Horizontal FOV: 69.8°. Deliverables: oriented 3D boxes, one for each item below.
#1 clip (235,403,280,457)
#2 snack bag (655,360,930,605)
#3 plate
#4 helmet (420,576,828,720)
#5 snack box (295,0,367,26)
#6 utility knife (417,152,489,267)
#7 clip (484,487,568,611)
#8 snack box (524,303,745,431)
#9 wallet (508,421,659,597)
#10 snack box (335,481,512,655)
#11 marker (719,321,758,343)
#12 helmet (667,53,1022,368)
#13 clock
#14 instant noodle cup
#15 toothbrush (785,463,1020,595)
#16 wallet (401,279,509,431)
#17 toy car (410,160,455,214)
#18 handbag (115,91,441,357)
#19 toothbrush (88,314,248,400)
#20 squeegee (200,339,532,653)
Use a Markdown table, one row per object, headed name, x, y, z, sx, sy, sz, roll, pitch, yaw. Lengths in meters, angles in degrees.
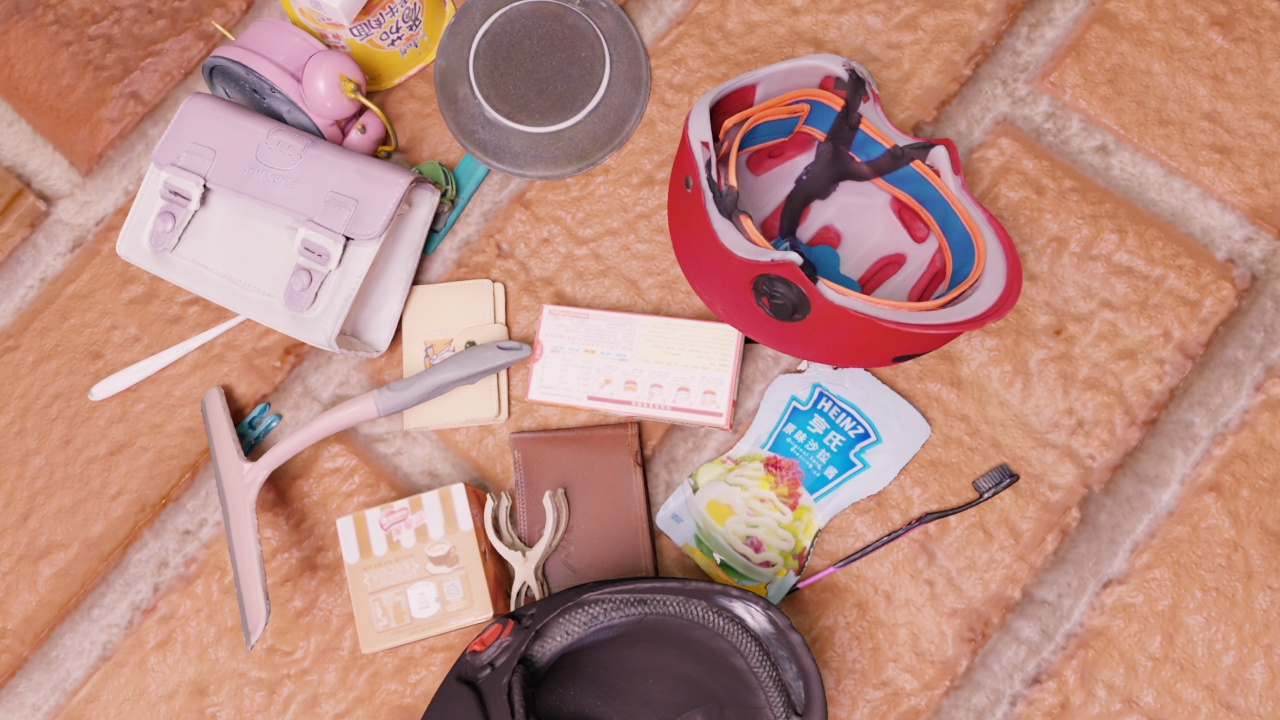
| name | x | y | z | sx | sy | sz | roll | pitch | yaw |
| --- | --- | --- | --- | --- | --- | --- | --- | --- | --- |
| clip | -0.307 | 0.059 | 0.718 | 0.043 | 0.014 | 0.056 | 43 | 86 | 13 |
| snack bag | 0.109 | 0.082 | 0.661 | 0.110 | 0.039 | 0.191 | 40 | 82 | 24 |
| plate | -0.081 | -0.236 | 0.747 | 0.179 | 0.024 | 0.179 | 0 | 81 | -2 |
| helmet | -0.021 | 0.246 | 0.537 | 0.233 | 0.230 | 0.274 | 37 | 78 | -18 |
| snack box | -0.260 | -0.318 | 0.683 | 0.157 | 0.027 | 0.084 | 29 | 80 | 10 |
| utility knife | -0.158 | -0.122 | 0.747 | 0.029 | 0.013 | 0.216 | 30 | 82 | 14 |
| clip | -0.090 | 0.133 | 0.646 | 0.093 | 0.035 | 0.103 | 20 | 92 | 15 |
| snack box | -0.004 | 0.004 | 0.683 | 0.156 | 0.027 | 0.077 | 7 | 82 | 14 |
| wallet | -0.044 | 0.108 | 0.673 | 0.101 | 0.032 | 0.124 | -8 | 75 | 6 |
| snack box | -0.148 | 0.146 | 0.649 | 0.093 | 0.077 | 0.094 | -17 | 76 | 2 |
| marker | 0.103 | -0.021 | 0.693 | 0.132 | 0.020 | 0.022 | -1 | 51 | 5 |
| helmet | 0.125 | -0.081 | 0.638 | 0.240 | 0.144 | 0.206 | 44 | 55 | 10 |
| clock | -0.262 | -0.206 | 0.727 | 0.158 | 0.117 | 0.059 | 26 | 69 | 12 |
| instant noodle cup | -0.235 | -0.310 | 0.750 | 0.138 | 0.110 | 0.138 | -1 | 76 | 4 |
| toothbrush | 0.184 | 0.122 | 0.656 | 0.189 | 0.014 | 0.017 | -27 | 66 | -1 |
| wallet | -0.143 | -0.005 | 0.713 | 0.087 | 0.024 | 0.115 | -5 | 75 | 3 |
| toy car | -0.191 | -0.127 | 0.732 | 0.091 | 0.036 | 0.043 | -27 | 63 | 7 |
| handbag | -0.266 | -0.102 | 0.681 | 0.197 | 0.098 | 0.145 | 22 | 89 | 11 |
| toothbrush | -0.365 | -0.013 | 0.739 | 0.180 | 0.016 | 0.016 | -28 | 73 | -1 |
| squeegee | -0.193 | 0.039 | 0.656 | 0.249 | 0.040 | 0.247 | -28 | 47 | -10 |
